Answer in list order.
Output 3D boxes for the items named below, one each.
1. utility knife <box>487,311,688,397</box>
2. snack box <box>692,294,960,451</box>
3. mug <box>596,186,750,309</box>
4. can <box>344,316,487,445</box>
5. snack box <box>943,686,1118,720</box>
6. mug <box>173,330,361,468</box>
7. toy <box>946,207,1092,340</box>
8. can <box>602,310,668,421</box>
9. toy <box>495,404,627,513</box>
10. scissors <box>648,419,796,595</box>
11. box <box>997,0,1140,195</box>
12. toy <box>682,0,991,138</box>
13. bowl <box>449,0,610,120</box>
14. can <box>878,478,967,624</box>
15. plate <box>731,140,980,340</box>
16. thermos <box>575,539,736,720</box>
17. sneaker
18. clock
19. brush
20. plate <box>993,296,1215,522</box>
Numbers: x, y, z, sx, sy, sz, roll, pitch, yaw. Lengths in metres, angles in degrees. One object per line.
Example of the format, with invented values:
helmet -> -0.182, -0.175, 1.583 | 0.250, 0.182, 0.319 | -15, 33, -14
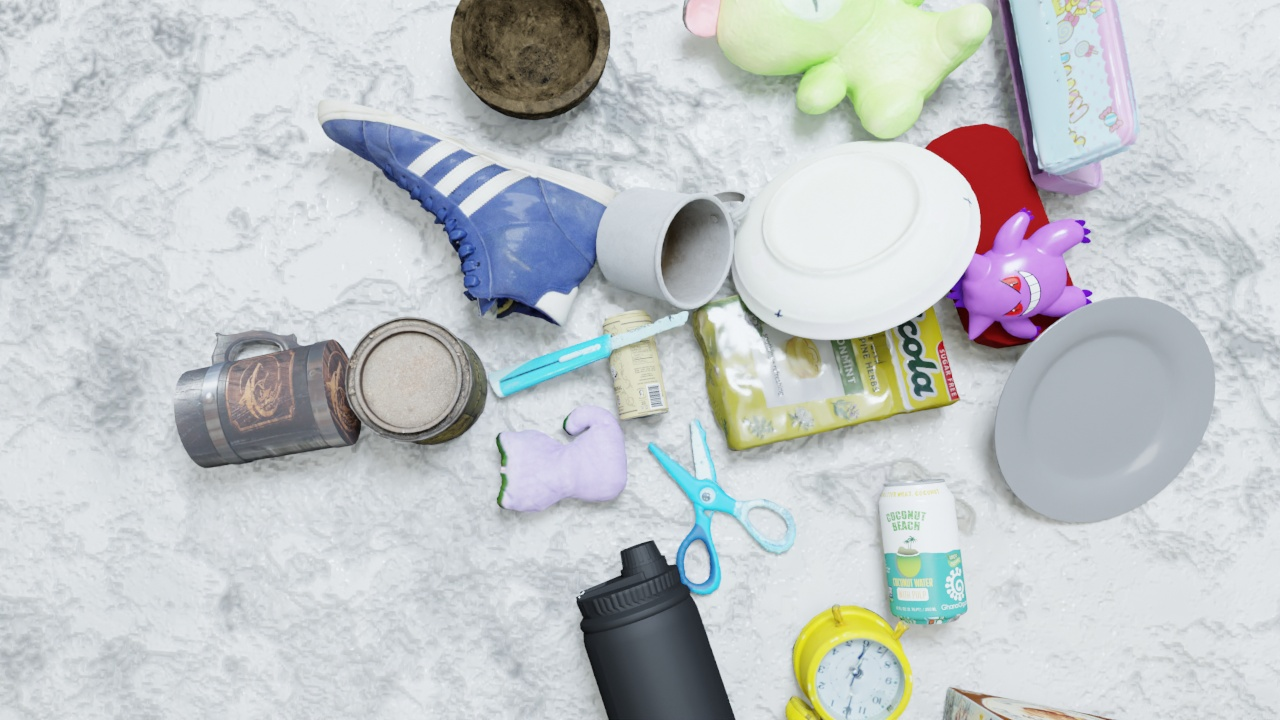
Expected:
utility knife -> -0.040, -0.008, 0.689 | 0.167, 0.015, 0.022 | -21, 73, 17
snack box -> 0.138, -0.005, 0.702 | 0.181, 0.045, 0.121 | -13, 84, -2
mug -> 0.027, -0.094, 0.687 | 0.071, 0.084, 0.113 | 18, 53, 41
can -> -0.164, 0.017, 0.681 | 0.090, 0.074, 0.090 | 0, 83, -1
snack box -> 0.300, 0.270, 0.622 | 0.143, 0.147, 0.041 | 11, 83, 1
mug -> -0.275, 0.019, 0.687 | 0.107, 0.080, 0.115 | -11, 56, -1
toy -> 0.269, -0.059, 0.661 | 0.088, 0.056, 0.106 | -22, 119, -8
can -> -0.004, 0.004, 0.703 | 0.038, 0.038, 0.079 | -11, 84, -2
toy -> -0.060, 0.074, 0.697 | 0.099, 0.036, 0.080 | -3, 74, -6
scissors -> 0.046, 0.116, 0.705 | 0.140, 0.013, 0.118 | 43, 85, 1
box -> 0.330, -0.241, 0.687 | 0.090, 0.091, 0.214 | 1, 78, -35
toy -> 0.152, -0.260, 0.708 | 0.197, 0.107, 0.150 | 41, 101, 13
bowl -> -0.084, -0.242, 0.720 | 0.121, 0.056, 0.121 | 0, 84, -1
can -> 0.209, 0.141, 0.682 | 0.055, 0.055, 0.101 | -5, 84, -1
plate -> 0.149, -0.099, 0.668 | 0.183, 0.034, 0.182 | -14, 52, 18
thermos -> 0.015, 0.232, 0.654 | 0.086, 0.086, 0.198 | -19, 84, -3
sneaker -> -0.143, -0.100, 0.693 | 0.233, 0.091, 0.118 | 16, 86, -7
clock -> 0.152, 0.238, 0.670 | 0.083, 0.057, 0.119 | 14, 92, 1
brush -> 0.270, -0.095, 0.715 | 0.082, 0.042, 0.173 | -18, 84, -3
plate -> 0.346, 0.038, 0.687 | 0.178, 0.012, 0.178 | -3, 108, -9
